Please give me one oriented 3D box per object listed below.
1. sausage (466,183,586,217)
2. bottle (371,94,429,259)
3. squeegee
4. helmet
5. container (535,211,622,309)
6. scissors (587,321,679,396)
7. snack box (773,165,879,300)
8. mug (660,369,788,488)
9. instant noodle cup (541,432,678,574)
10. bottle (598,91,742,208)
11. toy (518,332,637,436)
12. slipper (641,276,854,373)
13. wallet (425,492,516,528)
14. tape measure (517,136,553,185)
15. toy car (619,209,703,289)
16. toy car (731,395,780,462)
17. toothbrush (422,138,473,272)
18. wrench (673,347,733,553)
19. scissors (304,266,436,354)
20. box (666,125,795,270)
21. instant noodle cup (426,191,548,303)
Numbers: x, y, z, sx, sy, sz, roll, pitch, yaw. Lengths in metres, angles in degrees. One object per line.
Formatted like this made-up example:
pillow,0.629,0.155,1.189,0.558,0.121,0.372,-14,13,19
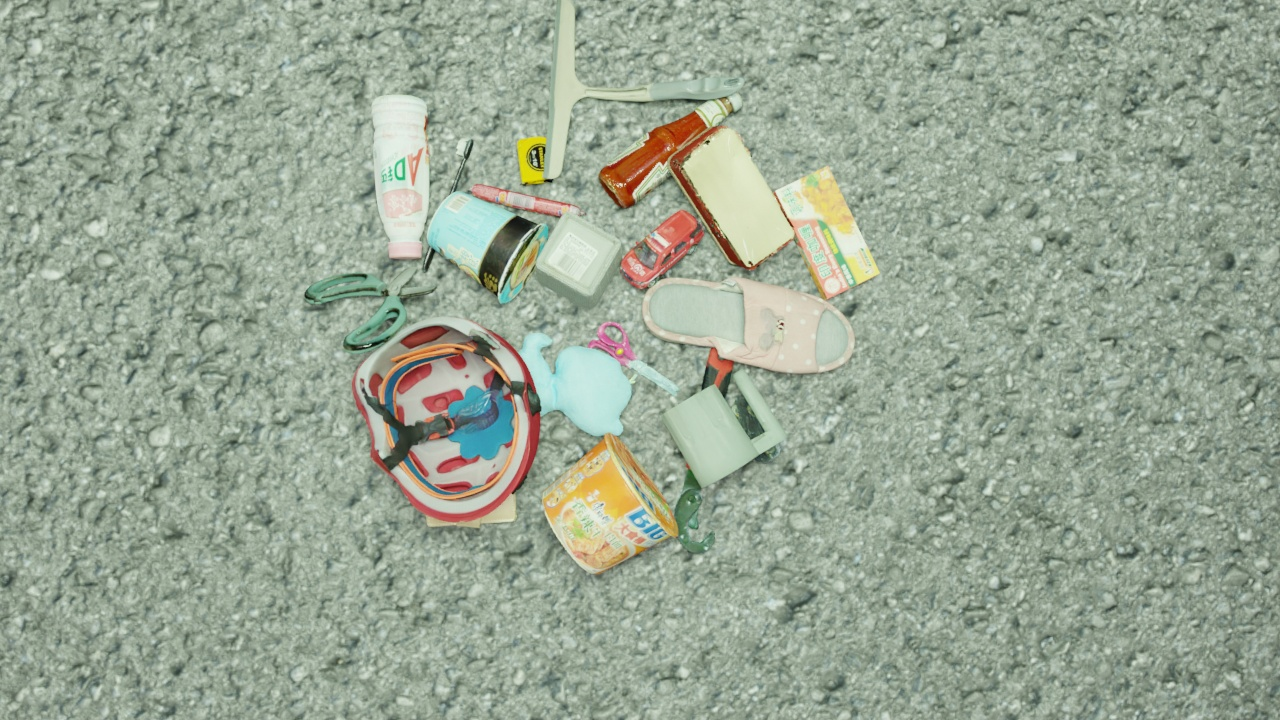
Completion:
sausage,-0.145,-0.202,1.172,0.156,0.020,0.020,12,88,-2
bottle,-0.298,-0.226,1.144,0.068,0.068,0.197,-1,92,-3
squeegee,0.008,-0.342,1.158,0.247,0.039,0.246,1,80,10
helmet,-0.207,0.070,1.094,0.207,0.144,0.240,-25,80,12
container,-0.075,-0.124,1.126,0.090,0.114,0.090,29,87,-2
scissors,-0.007,0.008,1.177,0.135,0.017,0.063,38,87,-5
snack box,0.239,-0.164,1.185,0.077,0.027,0.156,-26,90,-2
mug,0.101,0.082,1.127,0.124,0.083,0.103,-32,84,1
instant noodle cup,-0.041,0.179,1.110,0.111,0.151,0.151,-35,90,5
bottle,0.041,-0.275,1.164,0.206,0.060,0.060,-38,91,-3
toy,-0.084,0.031,1.155,0.156,0.049,0.161,-23,88,7
slipper,0.138,-0.049,1.156,0.274,0.054,0.114,12,77,0
wallet,-0.215,0.168,1.159,0.115,0.024,0.087,-2,84,-4
tape measure,-0.129,-0.255,1.169,0.057,0.029,0.060,-8,89,-2
toy car,0.026,-0.142,1.157,0.120,0.045,0.053,-44,71,-10
toy car,0.149,0.085,1.169,0.034,0.043,0.090,-24,93,-30
toothbrush,-0.249,-0.198,1.170,0.018,0.015,0.181,17,87,4
wrench,0.084,0.110,1.177,0.056,0.016,0.273,8,88,-2
scissors,-0.341,-0.065,1.109,0.170,0.173,0.019,2,131,15
box,0.117,-0.201,1.130,0.091,0.079,0.168,-37,111,-3
instant noodle cup,-0.193,-0.146,1.133,0.120,0.111,0.111,29,87,6
